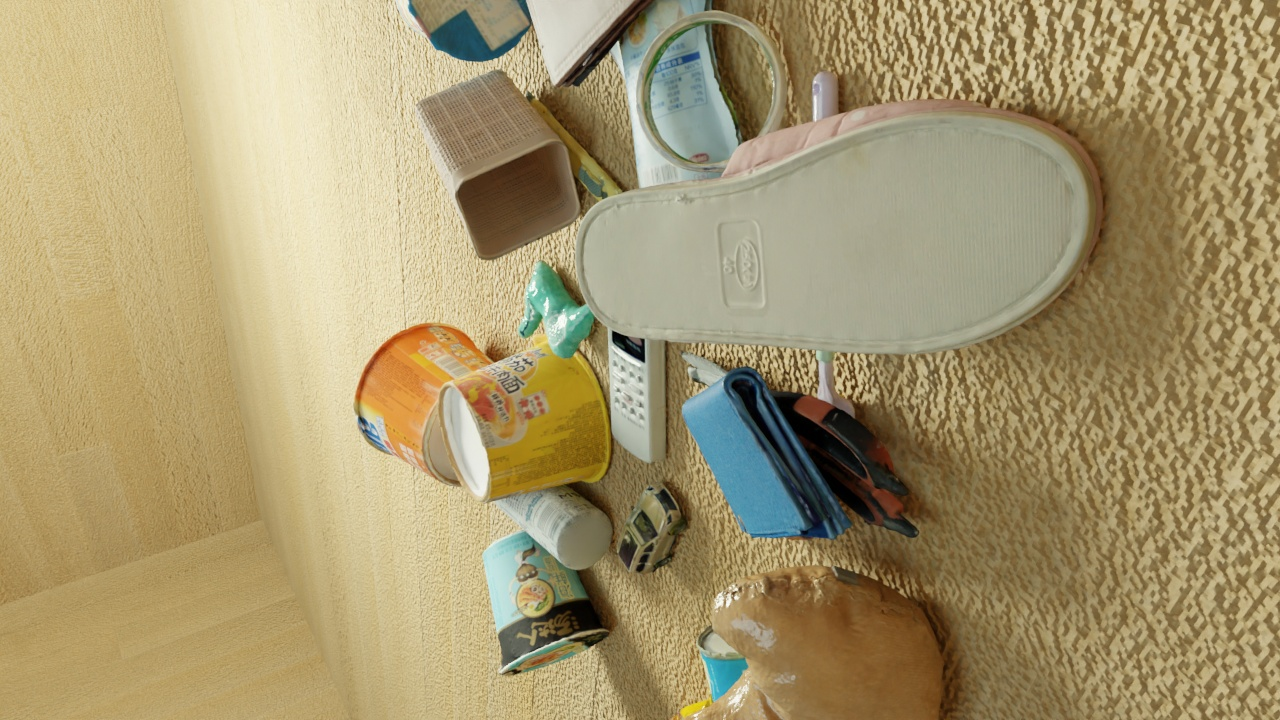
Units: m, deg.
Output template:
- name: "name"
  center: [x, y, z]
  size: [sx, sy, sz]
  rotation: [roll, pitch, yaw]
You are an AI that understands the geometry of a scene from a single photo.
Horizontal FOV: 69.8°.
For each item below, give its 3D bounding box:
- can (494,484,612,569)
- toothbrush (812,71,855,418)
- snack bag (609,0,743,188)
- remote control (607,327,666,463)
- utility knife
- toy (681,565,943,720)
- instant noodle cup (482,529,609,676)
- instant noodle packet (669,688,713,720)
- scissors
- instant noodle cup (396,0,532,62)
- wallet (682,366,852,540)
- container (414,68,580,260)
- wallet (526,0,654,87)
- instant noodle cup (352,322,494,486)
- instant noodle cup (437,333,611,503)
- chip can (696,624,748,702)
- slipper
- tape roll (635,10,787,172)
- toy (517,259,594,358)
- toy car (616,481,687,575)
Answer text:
- name: "can"
  center: [-0.087, 0.141, 0.864]
  size: [0.147, 0.058, 0.058]
  rotation: [25, 126, 53]
- name: "toothbrush"
  center: [0.102, -0.056, 0.489]
  size: [0.029, 0.021, 0.189]
  rotation: [23, 123, 56]
- name: "snack bag"
  center: [0.013, -0.178, 0.555]
  size: [0.110, 0.038, 0.191]
  rotation: [-3, 99, 62]
- name: "remote control"
  center: [-0.004, 0.004, 0.693]
  size: [0.058, 0.021, 0.150]
  rotation: [32, 132, 49]
- name: "utility knife"
  center: [-0.033, -0.138, 0.681]
  size: [0.219, 0.022, 0.031]
  rotation: [46, 150, 31]
- name: "toy"
  center: [0.091, 0.222, 0.534]
  size: [0.143, 0.082, 0.226]
  rotation: [18, 111, 6]
- name: "instant noodle cup"
  center: [-0.103, 0.232, 0.902]
  size: [0.120, 0.111, 0.111]
  rotation: [67, 150, 22]
- name: "instant noodle packet"
  center: [0.050, 0.322, 0.718]
  size: [0.129, 0.044, 0.110]
  rotation: [120, 149, -50]
- name: "scissors"
  center: [0.086, 0.042, 0.552]
  size: [0.193, 0.015, 0.207]
  rotation: [49, 170, 8]
- name: "instant noodle cup"
  center: [-0.146, -0.287, 0.717]
  size: [0.110, 0.099, 0.099]
  rotation: [36, 135, 57]
- name: "wallet"
  center: [0.069, 0.059, 0.540]
  size: [0.106, 0.040, 0.133]
  rotation: [59, 169, 5]
- name: "container"
  center: [-0.114, -0.156, 0.712]
  size: [0.111, 0.090, 0.090]
  rotation: [58, 168, 31]
- name: "wallet"
  center: [-0.031, -0.235, 0.548]
  size: [0.125, 0.032, 0.101]
  rotation: [-25, 80, 56]
- name: "instant noodle cup"
  center: [-0.192, 0.049, 0.915]
  size: [0.111, 0.151, 0.151]
  rotation: [27, 128, 41]
- name: "instant noodle cup"
  center: [-0.107, 0.057, 0.804]
  size: [0.138, 0.109, 0.138]
  rotation: [36, 134, 48]
- name: "chip can"
  center: [0.097, 0.280, 0.617]
  size: [0.071, 0.071, 0.210]
  rotation: [-10, 96, 60]
- name: "slipper"
  center: [0.081, -0.058, 0.455]
  size: [0.275, 0.054, 0.114]
  rotation: [-4, 101, 39]
- name: "tape roll"
  center: [0.038, -0.147, 0.507]
  size: [0.086, 0.013, 0.086]
  rotation: [5, 103, 24]
- name: "toy"
  center: [-0.074, -0.040, 0.776]
  size: [0.092, 0.030, 0.097]
  rotation: [59, 134, 30]
- name: "toy car"
  center: [0.008, 0.134, 0.728]
  size: [0.042, 0.035, 0.091]
  rotation: [53, 142, 29]
